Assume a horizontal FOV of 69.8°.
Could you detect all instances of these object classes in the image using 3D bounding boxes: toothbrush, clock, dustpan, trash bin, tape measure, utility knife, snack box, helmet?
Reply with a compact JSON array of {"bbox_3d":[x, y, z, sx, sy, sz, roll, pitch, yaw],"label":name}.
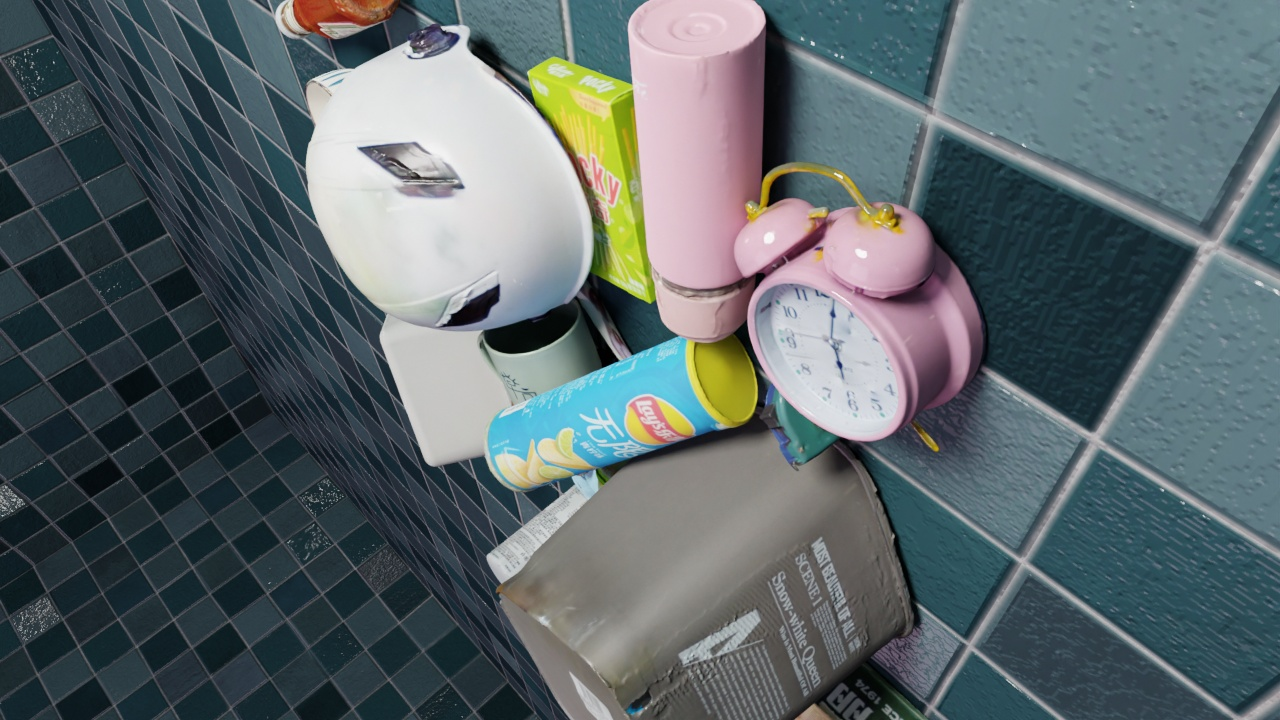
[{"bbox_3d":[-0.004,0.004,0.757,0.017,0.016,0.187,-16,109,56],"label":"toothbrush"},{"bbox_3d":[0.105,-0.030,0.468,0.117,0.059,0.158,18,136,50],"label":"clock"},{"bbox_3d":[-0.202,0.011,1.068,0.257,0.142,0.223,-110,3,-75],"label":"dustpan"},{"bbox_3d":[0.042,0.168,0.652,0.199,0.219,0.199,15,135,53],"label":"trash bin"},{"bbox_3d":[0.103,0.030,0.555,0.054,0.058,0.025,60,155,-5],"label":"tape measure"},{"bbox_3d":[-0.044,0.047,0.880,0.033,0.015,0.219,47,155,15],"label":"utility knife"},{"bbox_3d":[-0.025,-0.118,0.618,0.086,0.026,0.156,32,148,37],"label":"snack box"},{"bbox_3d":[0.137,0.276,0.812,0.240,0.063,0.115,41,153,25],"label":"snack box"},{"bbox_3d":[-0.157,-0.114,0.675,0.259,0.145,0.229,32,147,51],"label":"helmet"}]

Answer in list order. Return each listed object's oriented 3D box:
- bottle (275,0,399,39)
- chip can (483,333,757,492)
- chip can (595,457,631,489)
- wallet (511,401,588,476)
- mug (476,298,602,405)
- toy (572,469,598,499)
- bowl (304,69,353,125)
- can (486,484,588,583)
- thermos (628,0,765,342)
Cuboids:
[{"bbox_3d":[-0.257,-0.295,0.754,0.206,0.059,0.060,16,137,54],"label":"bottle"},{"bbox_3d":[-0.020,0.040,0.661,0.211,0.071,0.071,-23,105,38],"label":"chip can"},{"bbox_3d":[-0.002,0.171,0.818,0.072,0.072,0.222,30,132,41],"label":"chip can"},{"bbox_3d":[-0.090,0.044,0.895,0.124,0.032,0.101,31,128,49],"label":"wallet"},{"bbox_3d":[-0.086,0.007,0.774,0.112,0.082,0.106,9,137,31],"label":"mug"},{"bbox_3d":[-0.023,0.120,0.897,0.156,0.049,0.162,37,148,28],"label":"toy"},{"bbox_3d":[-0.238,-0.209,0.821,0.116,0.066,0.117,41,154,25],"label":"bowl"},{"bbox_3d":[-0.095,0.191,1.002,0.058,0.146,0.058,40,152,26],"label":"can"},{"bbox_3d":[0.032,-0.101,0.508,0.199,0.067,0.087,82,174,-50],"label":"thermos"}]
